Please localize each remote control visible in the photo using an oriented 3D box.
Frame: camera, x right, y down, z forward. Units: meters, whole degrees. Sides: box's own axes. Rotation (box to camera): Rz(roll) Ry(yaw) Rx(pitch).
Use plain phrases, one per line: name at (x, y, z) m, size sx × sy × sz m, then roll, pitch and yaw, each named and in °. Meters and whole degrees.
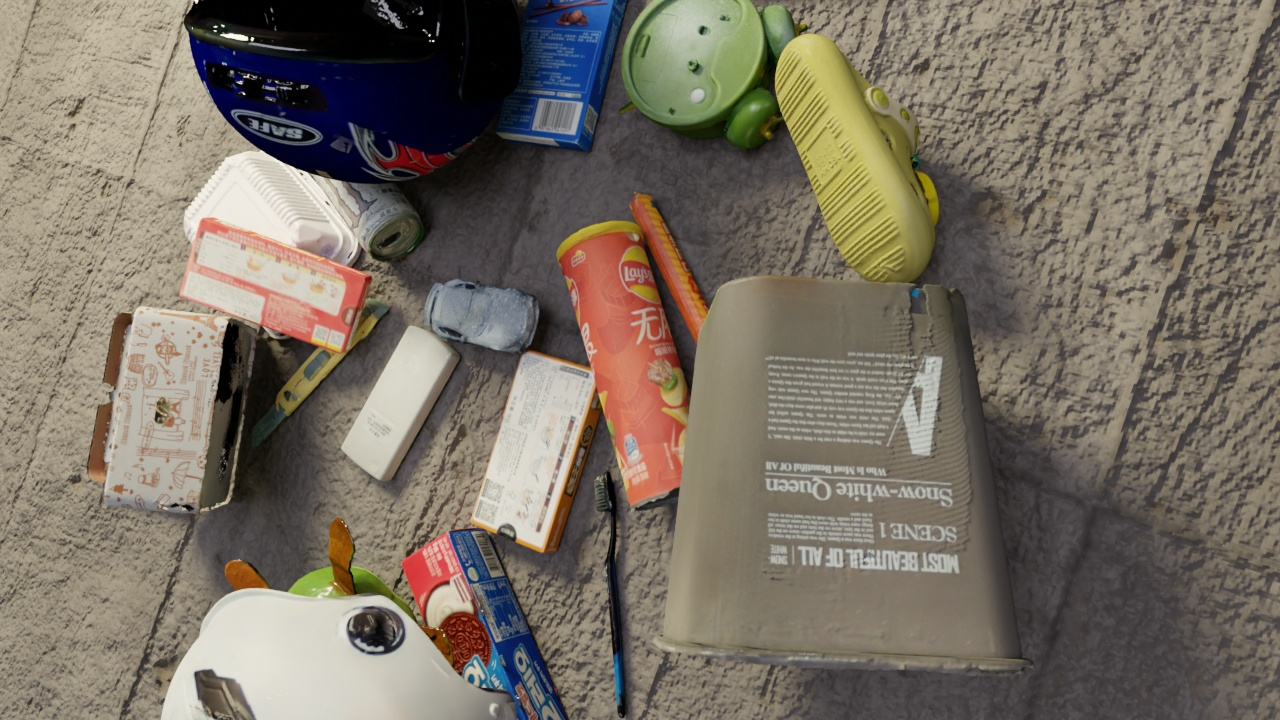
remote control at (-0.213, 0.037, 0.816) m, size 0.056 × 0.019 × 0.135 m, roll 32°, pitch 95°, yaw 23°

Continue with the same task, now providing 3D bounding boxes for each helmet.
helmet at (-0.228, -0.261, 0.706) m, size 0.247 × 0.315 × 0.240 m, roll 12°, pitch 96°, yaw 12°
helmet at (-0.226, 0.288, 0.630) m, size 0.258 × 0.145 × 0.230 m, roll 35°, pitch 117°, yaw -6°

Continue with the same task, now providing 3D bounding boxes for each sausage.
sausage at (0.029, -0.068, 0.731) m, size 0.021 × 0.021 × 0.165 m, roll -30°, pitch 73°, yaw 16°

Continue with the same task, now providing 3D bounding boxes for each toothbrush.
toothbrush at (-0.023, 0.182, 0.720) m, size 0.016 × 0.014 × 0.189 m, roll -8°, pitch 80°, yaw 22°

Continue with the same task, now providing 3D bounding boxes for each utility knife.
utility knife at (-0.306, 0.012, 0.864) m, size 0.196 × 0.020 × 0.031 m, roll -47°, pitch 65°, yaw 14°

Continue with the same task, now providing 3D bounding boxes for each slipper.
slipper at (0.165, -0.148, 0.649) m, size 0.081 × 0.092 × 0.190 m, roll -25°, pitch 86°, yaw -14°

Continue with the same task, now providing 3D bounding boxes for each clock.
clock at (0.063, -0.228, 0.721) m, size 0.161 × 0.056 × 0.116 m, roll 18°, pitch 90°, yaw 24°

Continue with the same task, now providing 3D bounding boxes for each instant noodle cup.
instant noodle cup at (-0.364, -0.122, 0.881) m, size 0.173 × 0.060 × 0.138 m, roll 45°, pitch 100°, yaw 20°

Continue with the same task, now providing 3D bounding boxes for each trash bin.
trash bin at (0.114, 0.076, 0.573) m, size 0.199 × 0.199 × 0.219 m, roll 4°, pitch 76°, yaw -3°

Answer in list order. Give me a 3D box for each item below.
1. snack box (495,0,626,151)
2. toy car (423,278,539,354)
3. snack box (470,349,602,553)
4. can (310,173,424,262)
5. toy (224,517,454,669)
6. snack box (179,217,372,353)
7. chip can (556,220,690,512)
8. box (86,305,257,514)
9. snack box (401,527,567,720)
snack box at (-0.067, -0.263, 0.795) m, size 0.085 × 0.026 × 0.157 m, roll 13°, pitch 87°, yaw 23°
toy car at (-0.136, -0.039, 0.777) m, size 0.121 × 0.036 × 0.054 m, roll 12°, pitch 86°, yaw 37°
snack box at (-0.083, 0.073, 0.753) m, size 0.075 × 0.026 × 0.153 m, roll 17°, pitch 88°, yaw 24°
can at (-0.259, -0.160, 0.843) m, size 0.058 × 0.058 × 0.146 m, roll -43°, pitch 69°, yaw 11°
toy at (-0.246, 0.237, 0.742) m, size 0.227 × 0.089 × 0.247 m, roll 45°, pitch 120°, yaw -1°
snack box at (-0.325, -0.067, 0.821) m, size 0.153 × 0.025 × 0.075 m, roll 20°, pitch 101°, yaw -4°
chip can at (-0.004, 0.004, 0.708) m, size 0.073 × 0.073 × 0.216 m, roll -21°, pitch 76°, yaw 18°
box at (-0.448, 0.044, 0.874) m, size 0.273 × 0.130 × 0.179 m, roll 1°, pitch 82°, yaw 52°
snack box at (-0.118, 0.237, 0.728) m, size 0.058 × 0.057 × 0.207 m, roll -33°, pitch 72°, yaw 18°
